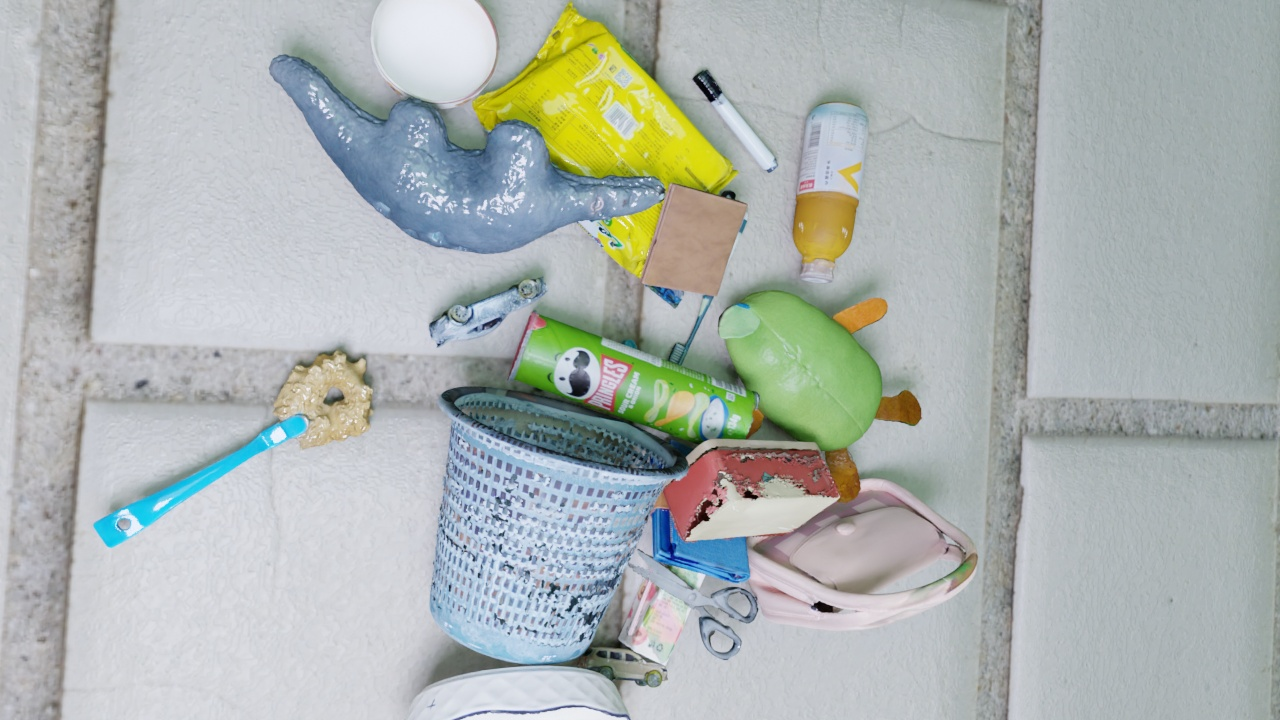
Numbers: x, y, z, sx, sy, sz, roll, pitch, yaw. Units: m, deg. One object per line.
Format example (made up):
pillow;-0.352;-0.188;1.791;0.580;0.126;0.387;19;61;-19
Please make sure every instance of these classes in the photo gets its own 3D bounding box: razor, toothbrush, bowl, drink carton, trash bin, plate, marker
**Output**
razor;0.062;-0.122;0.961;0.042;0.022;0.142;39;77;-18
toothbrush;0.072;-0.075;0.968;0.018;0.016;0.191;26;81;-8
bowl;-0.190;-0.281;0.843;0.113;0.062;0.113;2;84;-16
drink carton;0.024;0.237;0.928;0.045;0.054;0.122;28;80;-18
trash bin;-0.093;0.148;0.816;0.226;0.226;0.195;15;97;-20
plate;-0.110;0.314;0.814;0.204;0.205;0.045;6;55;-20
marker;0.103;-0.255;0.979;0.130;0.018;0.022;47;65;-14

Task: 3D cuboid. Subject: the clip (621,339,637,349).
clip;-0.005;0.005;0.936;0.014;0.041;0.056;-22;93;-18

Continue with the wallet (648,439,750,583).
wallet;0.058;0.150;0.915;0.106;0.040;0.132;21;43;-23

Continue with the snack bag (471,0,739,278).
snack bag;-0.026;-0.214;0.904;0.246;0.068;0.157;43;76;-14

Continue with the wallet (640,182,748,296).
wallet;0.053;-0.117;0.904;0.115;0.020;0.101;5;108;-46

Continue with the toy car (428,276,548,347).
toy car;-0.142;-0.046;0.867;0.120;0.054;0.037;-27;96;-20

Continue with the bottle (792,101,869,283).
bottle;0.202;-0.179;0.988;0.068;0.068;0.189;10;86;-20

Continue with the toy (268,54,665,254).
toy;-0.157;-0.164;0.826;0.356;0.091;0.138;14;117;-9

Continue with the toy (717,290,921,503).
toy;0.181;0.020;0.970;0.227;0.090;0.246;-44;101;-3

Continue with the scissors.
scissors;0.049;0.241;0.901;0.172;0.014;0.145;-3;97;-35

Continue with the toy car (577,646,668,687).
toy car;-0.016;0.308;0.918;0.090;0.042;0.035;14;71;-16

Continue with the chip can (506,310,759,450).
chip can;-0.006;0.023;0.886;0.236;0.072;0.072;20;83;-9

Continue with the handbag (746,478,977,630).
handbag;0.230;0.202;0.908;0.193;0.234;0.093;-22;99;-20

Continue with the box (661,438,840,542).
box;0.111;0.131;0.879;0.168;0.092;0.079;5;50;-41

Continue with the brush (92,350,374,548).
brush;-0.340;0.078;0.791;0.254;0.046;0.083;-34;105;-23
